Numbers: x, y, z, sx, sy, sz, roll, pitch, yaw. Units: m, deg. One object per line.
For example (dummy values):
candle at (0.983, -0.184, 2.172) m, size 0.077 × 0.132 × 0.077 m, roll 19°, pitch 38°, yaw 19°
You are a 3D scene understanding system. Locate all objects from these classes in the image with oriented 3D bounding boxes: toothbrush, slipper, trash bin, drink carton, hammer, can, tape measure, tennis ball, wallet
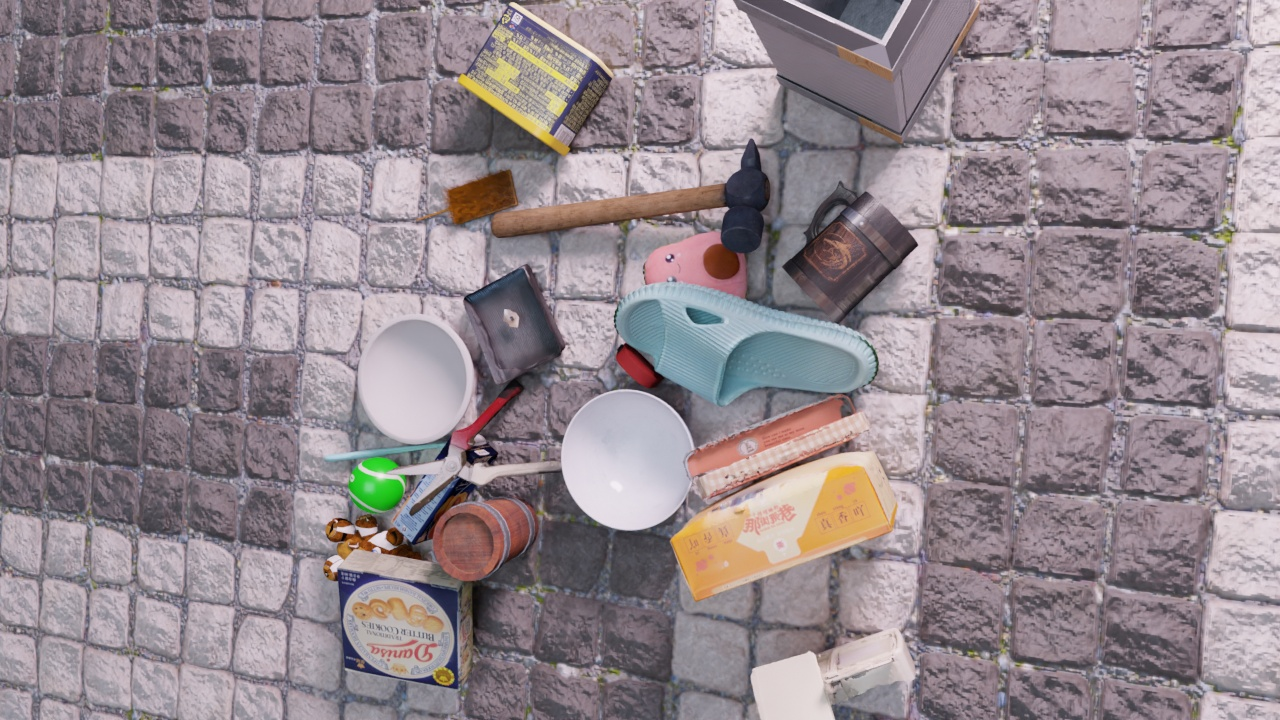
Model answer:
toothbrush at (-0.301, 0.111, 1.099) m, size 0.181 × 0.016 × 0.016 m, roll -6°, pitch 97°, yaw 17°
slipper at (0.097, -0.009, 0.922) m, size 0.276 × 0.069 × 0.116 m, roll 13°, pitch 138°, yaw 14°
trash bin at (0.201, -0.314, 0.811) m, size 0.142 × 0.246 × 0.142 m, roll 31°, pitch 99°, yaw 15°
drink carton at (-0.222, 0.145, 1.048) m, size 0.040 × 0.064 × 0.130 m, roll 39°, pitch 101°, yaw 14°
hammer at (-0.020, -0.163, 0.983) m, size 0.322 × 0.040 × 0.129 m, roll -4°, pitch 57°, yaw 24°
can at (-0.113, -0.308, 1.005) m, size 0.135 × 0.075 × 0.104 m, roll 37°, pitch 98°, yaw 14°
tape measure at (-0.006, 0.006, 0.983) m, size 0.059 × 0.051 × 0.019 m, roll 44°, pitch 102°, yaw 12°
tennis ball at (-0.308, 0.146, 1.075) m, size 0.065 × 0.065 × 0.065 m, roll 0°, pitch 90°, yaw 18°
wallet at (-0.142, -0.040, 1.040) m, size 0.089 × 0.026 × 0.115 m, roll -26°, pitch 83°, yaw 16°

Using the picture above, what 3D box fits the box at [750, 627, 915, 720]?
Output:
box at (0.178, 0.289, 0.858) m, size 0.143 × 0.180 × 0.080 m, roll -24°, pitch 82°, yaw 10°

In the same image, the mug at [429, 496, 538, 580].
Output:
mug at (-0.180, 0.197, 1.010) m, size 0.117 × 0.111 × 0.081 m, roll -24°, pitch 83°, yaw 17°

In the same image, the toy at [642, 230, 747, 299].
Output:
toy at (0.057, -0.089, 0.962) m, size 0.110 × 0.051 × 0.090 m, roll -4°, pitch 86°, yaw 17°

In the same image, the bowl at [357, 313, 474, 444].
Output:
bowl at (-0.253, 0.021, 1.068) m, size 0.150 × 0.043 × 0.149 m, roll 0°, pitch 90°, yaw 18°

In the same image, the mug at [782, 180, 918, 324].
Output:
mug at (0.197, -0.113, 0.911) m, size 0.107 × 0.080 × 0.115 m, roll -44°, pitch 52°, yaw 12°

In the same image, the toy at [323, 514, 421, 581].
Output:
toy at (-0.313, 0.228, 1.079) m, size 0.113 × 0.067 × 0.087 m, roll 9°, pitch 97°, yaw 30°

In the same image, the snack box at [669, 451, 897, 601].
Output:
snack box at (0.140, 0.150, 0.888) m, size 0.195 × 0.145 × 0.080 m, roll -24°, pitch 83°, yaw 16°

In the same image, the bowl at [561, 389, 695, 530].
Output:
bowl at (-0.003, 0.102, 0.971) m, size 0.144 × 0.074 × 0.144 m, roll 0°, pitch 90°, yaw 18°

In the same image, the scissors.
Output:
scissors at (-0.167, 0.102, 1.003) m, size 0.179 × 0.015 × 0.198 m, roll 26°, pitch 59°, yaw -11°

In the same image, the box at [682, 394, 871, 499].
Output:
box at (0.135, 0.082, 0.901) m, size 0.187 × 0.057 × 0.067 m, roll -21°, pitch 60°, yaw -11°

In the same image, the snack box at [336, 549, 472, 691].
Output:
snack box at (-0.265, 0.295, 1.042) m, size 0.144 × 0.042 × 0.145 m, roll 7°, pitch 112°, yaw 9°

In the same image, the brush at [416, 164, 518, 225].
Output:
brush at (-0.205, -0.183, 1.064) m, size 0.126 × 0.017 × 0.048 m, roll -15°, pitch 86°, yaw 18°
